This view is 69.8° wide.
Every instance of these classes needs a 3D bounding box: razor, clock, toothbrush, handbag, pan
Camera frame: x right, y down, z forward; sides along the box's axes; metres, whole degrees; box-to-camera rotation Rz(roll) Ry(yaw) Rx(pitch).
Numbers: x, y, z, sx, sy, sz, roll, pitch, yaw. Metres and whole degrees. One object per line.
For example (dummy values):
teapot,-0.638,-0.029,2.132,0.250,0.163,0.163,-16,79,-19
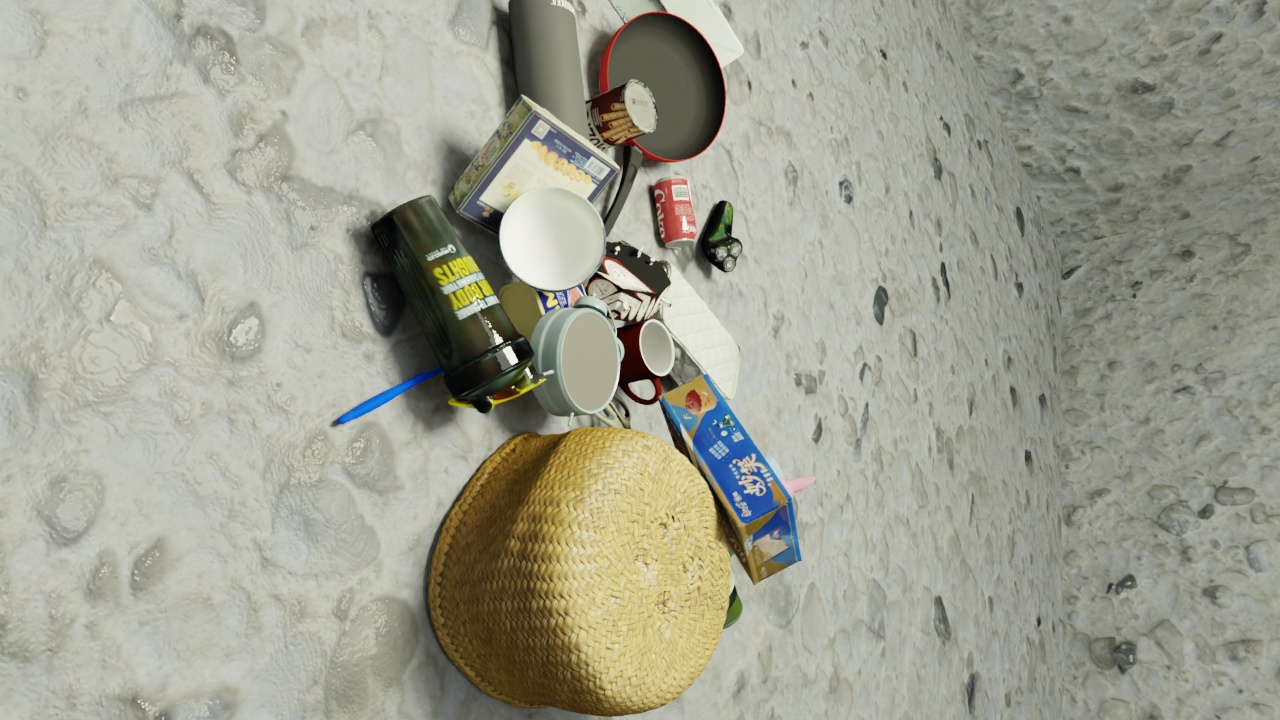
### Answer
razor,0.133,-0.199,1.434,0.054,0.067,0.151,52,35,-35
clock,-0.032,-0.117,1.150,0.114,0.065,0.154,-11,46,-42
toothbrush,-0.236,0.022,0.925,0.182,0.016,0.018,-36,103,-51
handbag,0.064,-0.033,1.291,0.195,0.073,0.138,49,36,-32
pan,0.004,-0.323,1.292,0.209,0.067,0.355,33,72,-30
clock,-0.067,-0.006,1.035,0.158,0.045,0.122,-56,134,-42

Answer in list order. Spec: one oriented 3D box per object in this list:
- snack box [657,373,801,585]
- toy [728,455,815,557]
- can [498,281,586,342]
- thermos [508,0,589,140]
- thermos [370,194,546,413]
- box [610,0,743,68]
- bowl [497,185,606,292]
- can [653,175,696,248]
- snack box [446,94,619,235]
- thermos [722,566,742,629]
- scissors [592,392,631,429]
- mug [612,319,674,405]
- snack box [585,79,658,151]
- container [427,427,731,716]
snack box,0.106,0.140,1.089,0.202,0.069,0.155,58,-8,39
toy,0.146,0.200,1.306,0.222,0.120,0.170,42,59,-39
can,-0.104,-0.048,1.085,0.092,0.057,0.116,-32,105,-53
thermos,-0.111,-0.329,1.135,0.082,0.082,0.240,2,78,-52
thermos,-0.189,-0.053,0.932,0.097,0.098,0.221,-35,98,-51
box,0.050,-0.501,1.350,0.197,0.135,0.040,50,28,-32
bowl,-0.101,-0.130,1.025,0.118,0.062,0.118,1,84,-11
can,0.051,-0.216,1.338,0.054,0.054,0.096,0,80,-53
snack box,-0.120,-0.202,1.042,0.144,0.145,0.042,26,21,-46
thermos,0.067,0.252,1.193,0.082,0.082,0.231,-56,131,-44
scissors,-0.009,0.093,1.133,0.171,0.013,0.120,40,25,6
mug,-0.007,0.007,1.174,0.073,0.083,0.105,-17,93,-53
snack box,-0.045,-0.308,1.182,0.072,0.122,0.072,19,66,-50
container,-0.043,0.223,0.975,0.306,0.197,0.306,16,70,-49
